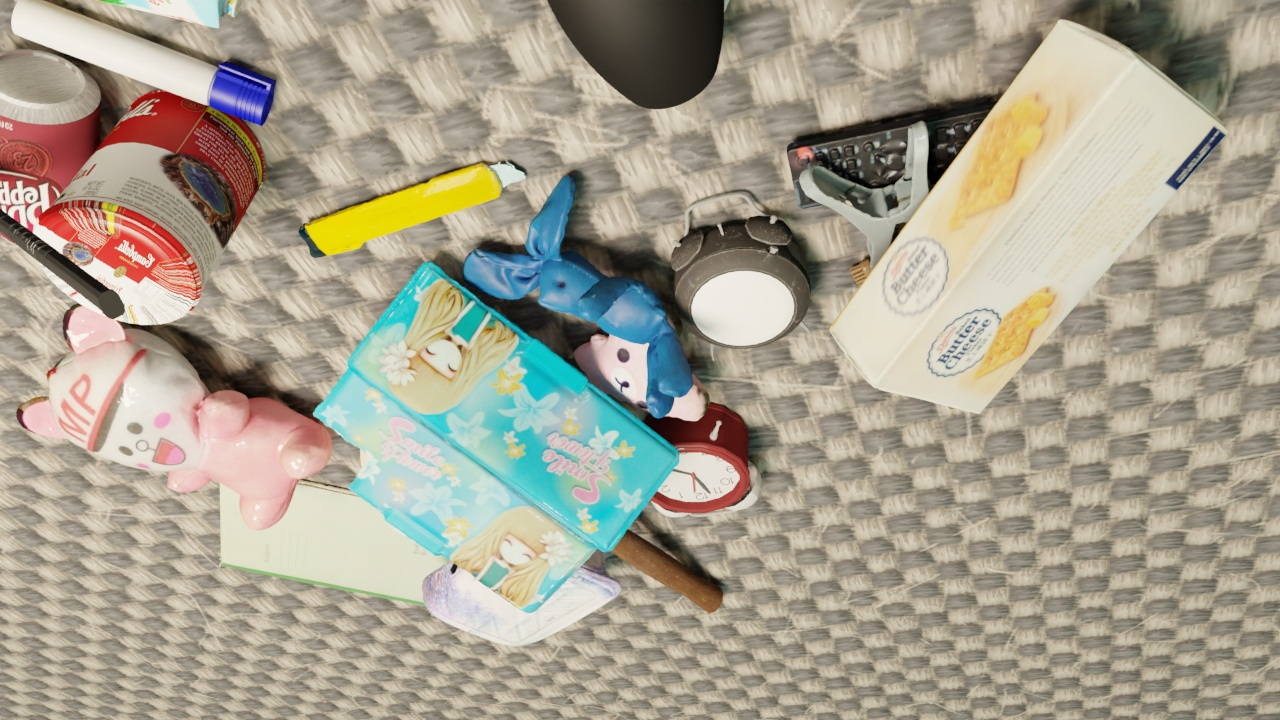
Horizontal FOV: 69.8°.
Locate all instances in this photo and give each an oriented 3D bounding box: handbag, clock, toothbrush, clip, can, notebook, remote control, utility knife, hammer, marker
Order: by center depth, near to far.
[{"bbox_3d":[-0.343,-0.074,0.486,0.325,0.015,0.095,25,138,35],"label":"hammer"},{"bbox_3d":[-0.280,-0.172,0.523,0.133,0.023,0.027,19,113,-15],"label":"marker"},{"bbox_3d":[-0.283,-0.091,0.539,0.086,0.116,0.087,2,136,2],"label":"can"},{"bbox_3d":[0.164,-0.125,0.541,0.150,0.022,0.047,-8,136,15],"label":"remote control"},{"bbox_3d":[-0.360,-0.123,0.550,0.063,0.063,0.114,19,134,-15],"label":"can"},{"bbox_3d":[0.179,-0.085,0.554,0.108,0.027,0.163,-23,143,32],"label":"clip"},{"bbox_3d":[-0.150,-0.098,0.595,0.163,0.017,0.030,-13,139,18],"label":"utility knife"},{"bbox_3d":[0.066,-0.050,0.610,0.091,0.043,0.123,-12,134,16],"label":"clock"},{"bbox_3d":[0.193,-0.015,0.658,0.016,0.016,0.167,-25,129,26],"label":"toothbrush"},{"bbox_3d":[0.046,0.088,0.753,0.096,0.048,0.138,-9,134,14],"label":"clock"},{"bbox_3d":[-0.015,0.164,0.815,0.033,0.115,0.323,-1,151,38],"label":"hammer"},{"bbox_3d":[-0.111,0.200,0.864,0.126,0.069,0.159,32,128,-33],"label":"handbag"},{"bbox_3d":[-0.283,0.182,0.903,0.252,0.010,0.182,15,136,-11],"label":"notebook"}]

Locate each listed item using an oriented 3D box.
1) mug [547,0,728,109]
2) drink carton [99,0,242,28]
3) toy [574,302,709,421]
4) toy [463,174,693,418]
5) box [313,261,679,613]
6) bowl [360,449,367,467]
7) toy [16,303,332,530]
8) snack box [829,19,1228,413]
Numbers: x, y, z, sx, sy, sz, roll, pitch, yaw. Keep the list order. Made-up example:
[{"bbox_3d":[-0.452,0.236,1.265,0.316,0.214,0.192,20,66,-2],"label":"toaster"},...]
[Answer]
[{"bbox_3d":[0.014,-0.188,0.453,0.119,0.085,0.100,-36,144,-2],"label":"mug"},{"bbox_3d":[-0.272,-0.206,0.471,0.129,0.044,0.039,11,136,-6],"label":"drink carton"},{"bbox_3d":[-0.004,0.004,0.668,0.096,0.052,0.099,-4,124,27],"label":"toy"},{"bbox_3d":[-0.030,-0.042,0.595,0.176,0.070,0.113,40,140,8],"label":"toy"},{"bbox_3d":[-0.112,0.066,0.652,0.227,0.056,0.185,38,98,-11],"label":"box"},{"bbox_3d":[-0.162,0.092,0.754,0.151,0.075,0.151,2,137,2],"label":"bowl"},{"bbox_3d":[-0.356,0.048,0.716,0.213,0.084,0.142,28,129,-26],"label":"toy"},{"bbox_3d":[0.209,-0.069,0.512,0.104,0.057,0.208,13,122,-35],"label":"snack box"}]
